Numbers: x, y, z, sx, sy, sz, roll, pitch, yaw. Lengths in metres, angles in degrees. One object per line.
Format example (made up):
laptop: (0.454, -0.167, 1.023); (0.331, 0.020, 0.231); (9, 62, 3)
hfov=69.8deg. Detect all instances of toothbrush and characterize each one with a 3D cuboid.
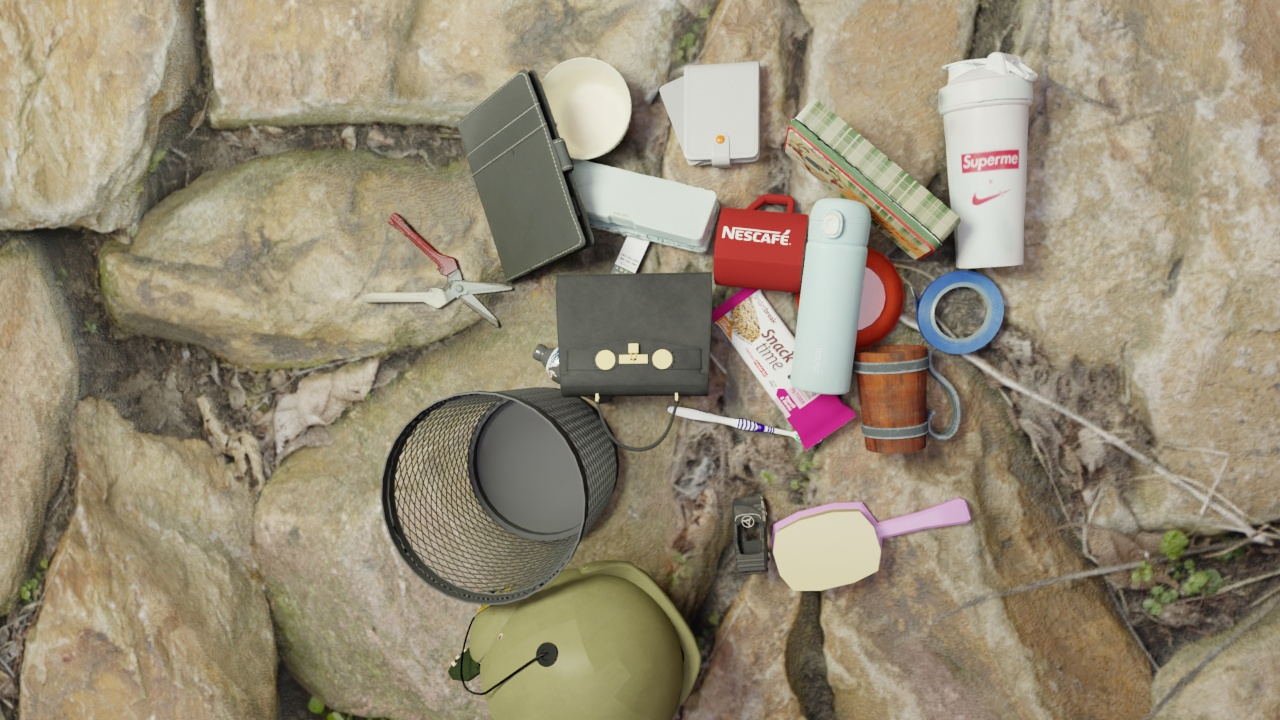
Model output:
toothbrush: (0.121, 0.076, 1.087); (0.187, 0.016, 0.015); (11, 90, 10)

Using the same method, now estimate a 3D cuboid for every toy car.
toy car: (0.128, 0.202, 1.070); (0.040, 0.037, 0.092); (-7, 60, 13)

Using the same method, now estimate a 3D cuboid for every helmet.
helmet: (-0.056, 0.333, 1.008); (0.233, 0.255, 0.250); (-38, 89, 15)

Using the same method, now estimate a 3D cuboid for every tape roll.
tape roll: (0.358, -0.054, 1.030); (0.093, 0.016, 0.091); (-17, 90, 12)

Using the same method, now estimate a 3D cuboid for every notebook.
notebook: (-0.138, -0.212, 1.075); (0.170, 0.029, 0.209); (-17, 94, 46)

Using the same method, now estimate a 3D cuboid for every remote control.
remote control: (-0.025, -0.095, 1.107); (0.028, 0.011, 0.124); (26, 98, 9)

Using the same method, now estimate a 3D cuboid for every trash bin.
trash bin: (-0.140, 0.133, 1.036); (0.218, 0.227, 0.218); (1, 94, 11)

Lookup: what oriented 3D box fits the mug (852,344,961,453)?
mug: (0.299, 0.040, 1.024); (0.117, 0.081, 0.111); (-6, 96, -7)

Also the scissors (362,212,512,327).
scissors: (-0.266, -0.101, 1.154); (0.179, 0.015, 0.198); (-31, 88, 11)

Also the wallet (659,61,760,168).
wallet: (0.079, -0.283, 1.061); (0.115, 0.037, 0.118); (0, 90, 11)

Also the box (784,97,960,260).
box: (0.246, -0.193, 0.994); (0.205, 0.117, 0.050); (41, 98, 5)

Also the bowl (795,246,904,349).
bowl: (0.238, -0.072, 1.043); (0.122, 0.035, 0.122); (1, 94, 11)

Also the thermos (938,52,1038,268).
thermos: (0.373, -0.210, 0.981); (0.099, 0.099, 0.220); (-3, 97, 11)

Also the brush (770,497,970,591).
brush: (0.263, 0.202, 1.053); (0.229, 0.043, 0.089); (-17, 90, 12)

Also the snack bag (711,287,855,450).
snack bag: (0.163, 0.004, 1.066); (0.070, 0.016, 0.196); (-36, 81, 9)

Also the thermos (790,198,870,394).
thermos: (0.206, -0.070, 0.993); (0.065, 0.077, 0.207); (10, 100, 26)

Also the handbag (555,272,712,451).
handbag: (-0.006, 0.006, 1.037); (0.176, 0.072, 0.195); (-1, 73, 4)

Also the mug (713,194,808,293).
mug: (0.139, -0.138, 1.041); (0.097, 0.080, 0.116); (7, 66, 11)

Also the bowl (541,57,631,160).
bowl: (-0.061, -0.289, 1.075); (0.115, 0.062, 0.115); (1, 94, 11)

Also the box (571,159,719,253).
box: (-0.009, -0.186, 1.075); (0.199, 0.067, 0.083); (15, 100, 14)

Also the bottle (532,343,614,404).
bottle: (-0.078, 0.013, 1.108); (0.112, 0.047, 0.047); (26, 98, 8)
